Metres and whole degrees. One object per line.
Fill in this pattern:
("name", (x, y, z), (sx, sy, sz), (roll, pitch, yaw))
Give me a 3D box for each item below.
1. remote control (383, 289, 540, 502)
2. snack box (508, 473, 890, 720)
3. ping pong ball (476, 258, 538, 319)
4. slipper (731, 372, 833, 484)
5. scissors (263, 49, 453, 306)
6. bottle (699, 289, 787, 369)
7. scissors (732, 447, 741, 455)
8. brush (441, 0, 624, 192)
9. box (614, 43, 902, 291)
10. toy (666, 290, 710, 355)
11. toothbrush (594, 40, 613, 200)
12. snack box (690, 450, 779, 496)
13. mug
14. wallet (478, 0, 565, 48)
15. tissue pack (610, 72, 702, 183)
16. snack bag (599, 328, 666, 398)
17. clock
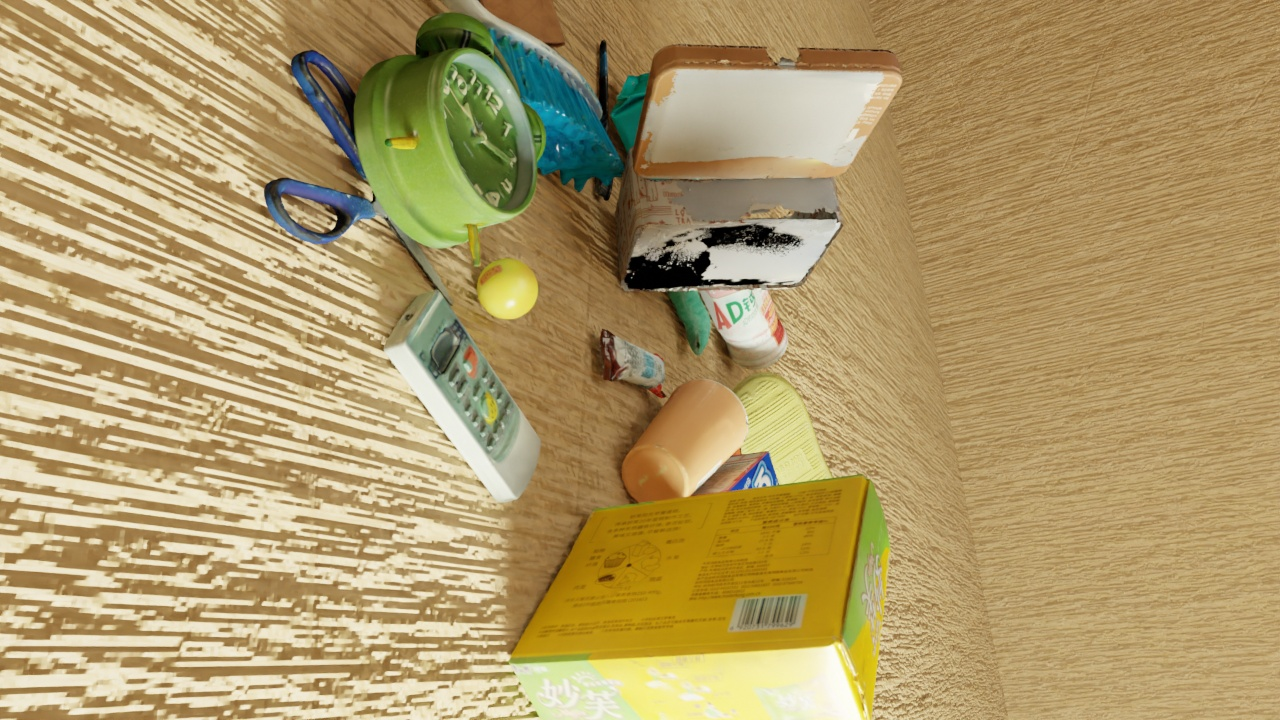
("remote control", (-0.104, 0.024, 0.563), (0.135, 0.019, 0.056), (61, 29, -30))
("snack box", (0.044, 0.154, 0.581), (0.070, 0.210, 0.157), (67, 27, -21))
("ping pong ball", (-0.088, -0.047, 0.609), (0.040, 0.040, 0.040), (41, 42, -51))
("slipper", (0.147, 0.102, 1.001), (0.190, 0.091, 0.081), (62, -10, -12))
("scissors", (-0.156, -0.097, 0.527), (0.162, 0.012, 0.174), (71, 23, -13))
("bottle", (0.097, -0.075, 0.971), (0.068, 0.068, 0.197), (-80, 149, -41))
("scissors", (0.079, 0.176, 0.880), (0.148, 0.022, 0.234), (24, 60, -51))
("brush", (-0.113, -0.227, 0.645), (0.314, 0.061, 0.109), (25, 49, -56))
("box", (0.079, -0.147, 0.730), (0.260, 0.176, 0.082), (111, -25, -66))
("toy", (0.048, -0.061, 0.919), (0.096, 0.030, 0.092), (-78, 148, -63))
("toothbrush", (-0.035, -0.227, 0.850), (0.016, 0.014, 0.189), (16, 58, -33))
("snack box", (0.060, 0.138, 0.781), (0.207, 0.058, 0.057), (-30, 104, -58))
("mug", (0.035, 0.074, 0.774), (0.122, 0.078, 0.078), (-41, 115, -57))
("wallet", (-0.105, -0.303, 0.735), (0.115, 0.020, 0.101), (-32, 108, -61))
("tissue pack", (0.015, -0.210, 0.890), (0.093, 0.050, 0.133), (-74, 144, -61))
("snack bag", (-0.005, 0.005, 0.776), (0.105, 0.026, 0.045), (24, 60, -58))
("clock", (-0.109, -0.142, 0.563), (0.116, 0.056, 0.160), (58, 32, -41))
